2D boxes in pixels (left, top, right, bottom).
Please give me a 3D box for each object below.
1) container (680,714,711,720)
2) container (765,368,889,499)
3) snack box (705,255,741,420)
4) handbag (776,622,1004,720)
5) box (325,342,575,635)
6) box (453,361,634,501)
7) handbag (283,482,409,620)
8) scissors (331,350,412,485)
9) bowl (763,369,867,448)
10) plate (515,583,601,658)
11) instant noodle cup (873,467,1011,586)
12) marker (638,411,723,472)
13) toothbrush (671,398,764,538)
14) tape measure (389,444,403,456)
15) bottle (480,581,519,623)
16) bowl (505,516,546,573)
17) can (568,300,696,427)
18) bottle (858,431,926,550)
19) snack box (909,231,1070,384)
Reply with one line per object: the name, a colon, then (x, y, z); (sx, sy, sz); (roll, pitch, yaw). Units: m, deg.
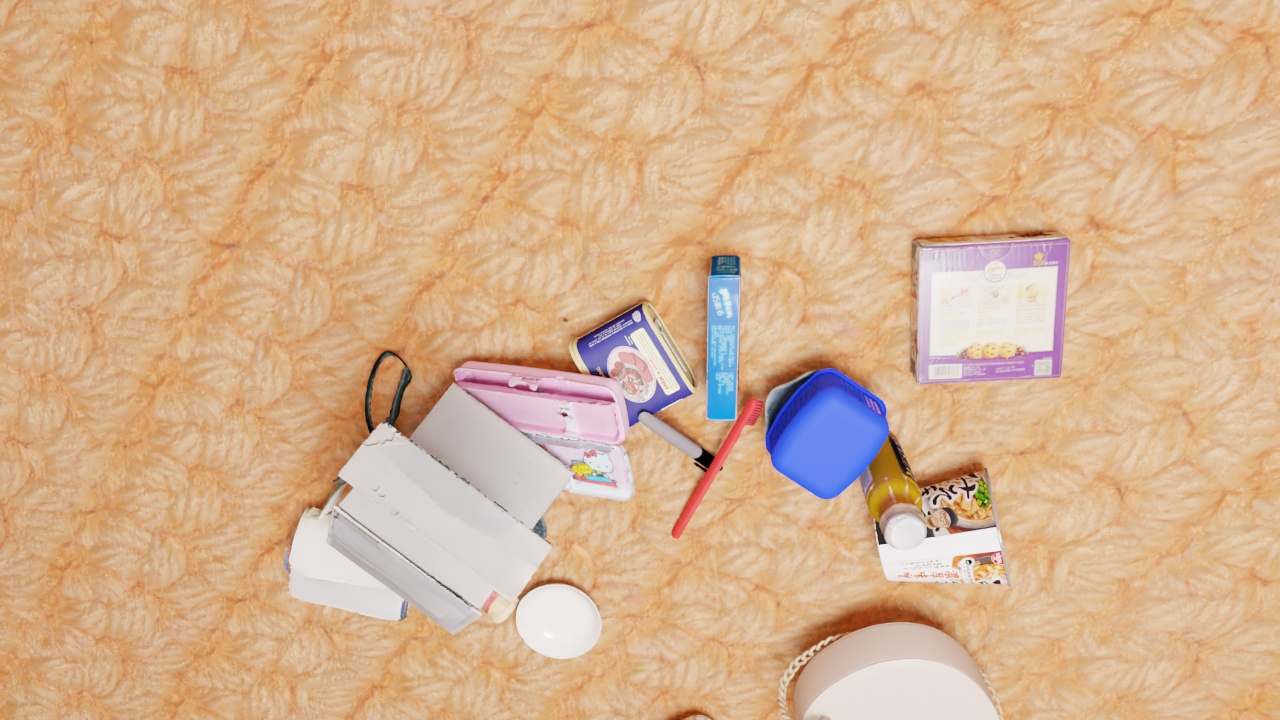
container: (0.060, 0.535, 1.065); (0.143, 0.246, 0.184); (-40, 98, 8)
container: (0.188, 0.077, 0.920); (0.096, 0.058, 0.114); (33, 109, -6)
snack box: (0.085, -0.024, 0.939); (0.034, 0.087, 0.151); (1, 110, 6)
handbag: (0.281, 0.398, 1.010); (0.211, 0.103, 0.208); (-38, 105, 18)
box: (-0.167, 0.112, 1.007); (0.167, 0.420, 0.174); (38, 126, -4)
box: (-0.102, 0.075, 0.991); (0.201, 0.037, 0.153); (7, 128, 25)
handbag: (-0.330, 0.211, 1.071); (0.151, 0.074, 0.176); (13, 109, 1)
scissors: (-0.264, 0.082, 1.025); (0.202, 0.015, 0.202); (-14, 92, 10)
bowl: (0.184, 0.055, 0.974); (0.110, 0.055, 0.110); (2, 110, 6)
plate: (-0.097, 0.309, 1.107); (0.104, 0.026, 0.104); (2, 109, 6)
instant noodle cup: (0.319, 0.185, 0.980); (0.122, 0.123, 0.124); (-12, 108, 19)
marker: (0.044, 0.091, 0.993); (0.138, 0.016, 0.022); (35, 97, -35)
toothbrush: (0.084, 0.123, 1.011); (0.018, 0.012, 0.213); (10, 125, -24)
tape measure: (-0.248, 0.119, 1.051); (0.061, 0.034, 0.062); (-26, 104, 13)
bottle: (-0.195, 0.265, 1.093); (0.044, 0.044, 0.109); (-40, 102, 17)
bowl: (-0.177, 0.181, 1.045); (0.137, 0.057, 0.137); (-6, 129, -7)
can: (-0.006, 0.006, 0.975); (0.092, 0.056, 0.116); (-29, 104, 13)
bottle: (0.250, 0.127, 0.922); (0.053, 0.185, 0.053); (2, 109, 5)
snack box: (0.349, -0.052, 0.926); (0.143, 0.040, 0.148); (-2, 109, 7)
